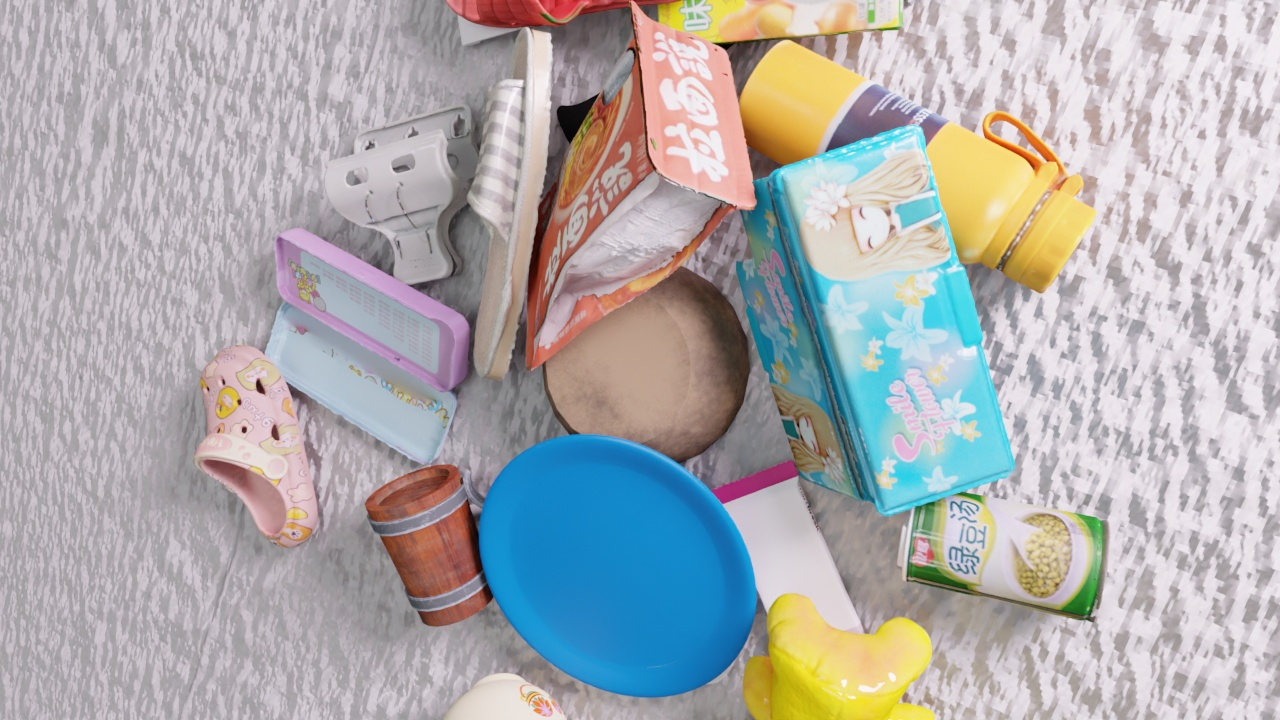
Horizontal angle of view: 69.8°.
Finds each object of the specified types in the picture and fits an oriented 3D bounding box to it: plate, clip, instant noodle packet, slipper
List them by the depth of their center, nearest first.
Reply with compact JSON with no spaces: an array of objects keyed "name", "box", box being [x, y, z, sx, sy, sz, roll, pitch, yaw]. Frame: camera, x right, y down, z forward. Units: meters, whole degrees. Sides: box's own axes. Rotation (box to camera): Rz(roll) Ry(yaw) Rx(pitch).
[{"name":"instant noodle packet","box":[-0.026,-0.110,0.651,0.222,0.084,0.164,-44,40,42]},{"name":"slipper","box":[-0.062,-0.294,0.656,0.249,0.059,0.103,8,108,34]},{"name":"plate","box":[-0.019,0.156,0.701,0.225,0.024,0.224,8,112,19]},{"name":"slipper","box":[-0.110,-0.117,0.715,0.054,0.114,0.273,6,105,-14]},{"name":"clip","box":[-0.200,-0.137,0.767,0.127,0.105,0.151,-8,79,26]},{"name":"slipper","box":[-0.361,0.082,0.838,0.093,0.081,0.197,-22,87,36]}]

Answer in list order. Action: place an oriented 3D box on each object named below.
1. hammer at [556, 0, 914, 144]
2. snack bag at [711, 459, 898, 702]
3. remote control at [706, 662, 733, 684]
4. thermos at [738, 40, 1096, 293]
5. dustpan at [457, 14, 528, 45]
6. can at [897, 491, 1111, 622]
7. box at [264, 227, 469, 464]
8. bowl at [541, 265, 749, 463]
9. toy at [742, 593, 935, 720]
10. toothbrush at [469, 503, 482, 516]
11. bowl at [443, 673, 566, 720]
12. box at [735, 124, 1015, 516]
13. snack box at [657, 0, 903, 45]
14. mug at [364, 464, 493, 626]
[{"name":"hammer","box":[0.072,-0.253,0.673,0.324,0.029,0.127,-30,81,22]},{"name":"snack bag","box":[0.121,0.175,0.677,0.070,0.016,0.196,-25,85,22]},{"name":"remote control","box":[0.008,0.232,0.731,0.137,0.013,0.043,-4,91,23]},{"name":"thermos","box":[0.179,-0.134,0.602,0.233,0.076,0.092,34,126,18]},{"name":"dustpan","box":[-0.073,-0.395,0.709,0.192,0.053,0.258,1,103,37]},{"name":"can","box":[0.235,0.124,0.600,0.121,0.067,0.067,9,96,22]},{"name":"box","box":[-0.247,-0.014,0.812,0.214,0.040,0.151,28,115,20]},{"name":"bowl","box":[-0.004,0.004,0.693,0.162,0.070,0.162,1,93,23]},{"name":"toy","box":[0.129,0.264,0.629,0.134,0.087,0.194,15,112,9]},{"name":"toothbrush","box":[-0.103,0.112,0.774,0.187,0.012,0.017,-19,72,23]},{"name":"bowl","box":[-0.113,0.300,0.748,0.118,0.118,0.074,-42,35,19]},{"name":"box","box":[0.129,-0.017,0.589,0.169,0.086,0.227,-11,102,37]},{"name":"snack box","box":[0.091,-0.286,0.620,0.168,0.027,0.132,3,105,22]},{"name":"mug","box":[-0.152,0.148,0.757,0.117,0.081,0.111,-18,105,-1]}]
